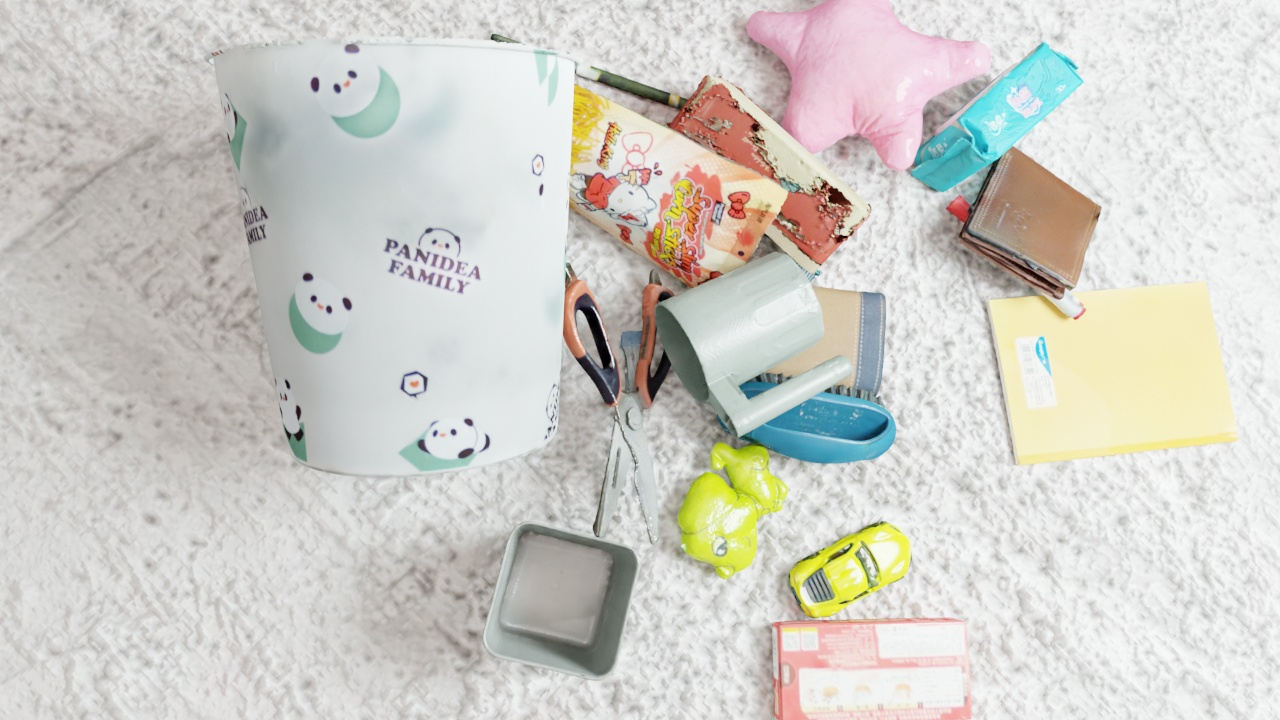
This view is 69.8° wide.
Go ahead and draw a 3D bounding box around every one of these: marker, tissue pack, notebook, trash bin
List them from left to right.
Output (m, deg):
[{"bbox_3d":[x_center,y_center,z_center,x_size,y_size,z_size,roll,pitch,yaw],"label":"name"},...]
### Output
[{"bbox_3d":[-0.150,-0.070,0.611,0.229,0.229,0.252,-2,103,-7],"label":"trash bin"},{"bbox_3d":[0.295,-0.202,0.773,0.133,0.093,0.050,-41,91,-12],"label":"tissue pack"},{"bbox_3d":[0.322,-0.088,0.788,0.145,0.017,0.017,44,78,7],"label":"marker"},{"bbox_3d":[0.408,0.008,0.791,0.206,0.010,0.145,-6,81,-8],"label":"notebook"}]

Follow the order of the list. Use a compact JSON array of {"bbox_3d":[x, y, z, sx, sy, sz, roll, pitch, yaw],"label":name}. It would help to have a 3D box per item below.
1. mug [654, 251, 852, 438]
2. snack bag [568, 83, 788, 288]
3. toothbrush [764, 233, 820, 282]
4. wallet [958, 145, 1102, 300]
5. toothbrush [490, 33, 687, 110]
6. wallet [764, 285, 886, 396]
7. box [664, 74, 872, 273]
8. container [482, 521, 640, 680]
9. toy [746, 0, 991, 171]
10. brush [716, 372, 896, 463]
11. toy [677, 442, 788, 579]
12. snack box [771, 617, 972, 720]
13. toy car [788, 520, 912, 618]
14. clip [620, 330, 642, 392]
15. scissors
[{"bbox_3d":[0.084,-0.012,0.683,0.103,0.084,0.124,-26,58,-12],"label":"mug"},{"bbox_3d":[-0.001,-0.135,0.717,0.208,0.129,0.073,32,48,3],"label":"snack bag"},{"bbox_3d":[0.073,-0.127,0.773,0.191,0.016,0.018,38,88,0],"label":"toothbrush"},{"bbox_3d":[0.333,-0.120,0.780,0.101,0.032,0.124,32,58,3],"label":"wallet"},{"bbox_3d":[-0.040,-0.241,0.781,0.186,0.012,0.017,18,84,-4],"label":"toothbrush"},{"bbox_3d":[0.143,-0.020,0.754,0.115,0.033,0.090,7,77,-5],"label":"wallet"},{"bbox_3d":[0.107,-0.157,0.732,0.168,0.091,0.078,42,112,2],"label":"box"},{"bbox_3d":[-0.057,0.166,0.654,0.090,0.114,0.090,15,79,-4],"label":"container"},{"bbox_3d":[0.172,-0.244,0.777,0.194,0.074,0.178,43,93,15],"label":"toy"},{"bbox_3d":[0.130,0.050,0.715,0.144,0.073,0.055,11,119,-4],"label":"brush"},{"bbox_3d":[0.069,0.115,0.722,0.100,0.031,0.096,-26,84,-15],"label":"toy"},{"bbox_3d":[0.180,0.241,0.715,0.153,0.025,0.075,0,81,-7],"label":"snack box"},{"bbox_3d":[0.169,0.165,0.724,0.105,0.032,0.048,-24,83,-12],"label":"toy car"},{"bbox_3d":[-0.003,0.004,0.739,0.025,0.036,0.057,1,80,-13],"label":"clip"},{"bbox_3d":[-0.010,0.023,0.697,0.188,0.015,0.226,-42,112,-45],"label":"scissors"}]
